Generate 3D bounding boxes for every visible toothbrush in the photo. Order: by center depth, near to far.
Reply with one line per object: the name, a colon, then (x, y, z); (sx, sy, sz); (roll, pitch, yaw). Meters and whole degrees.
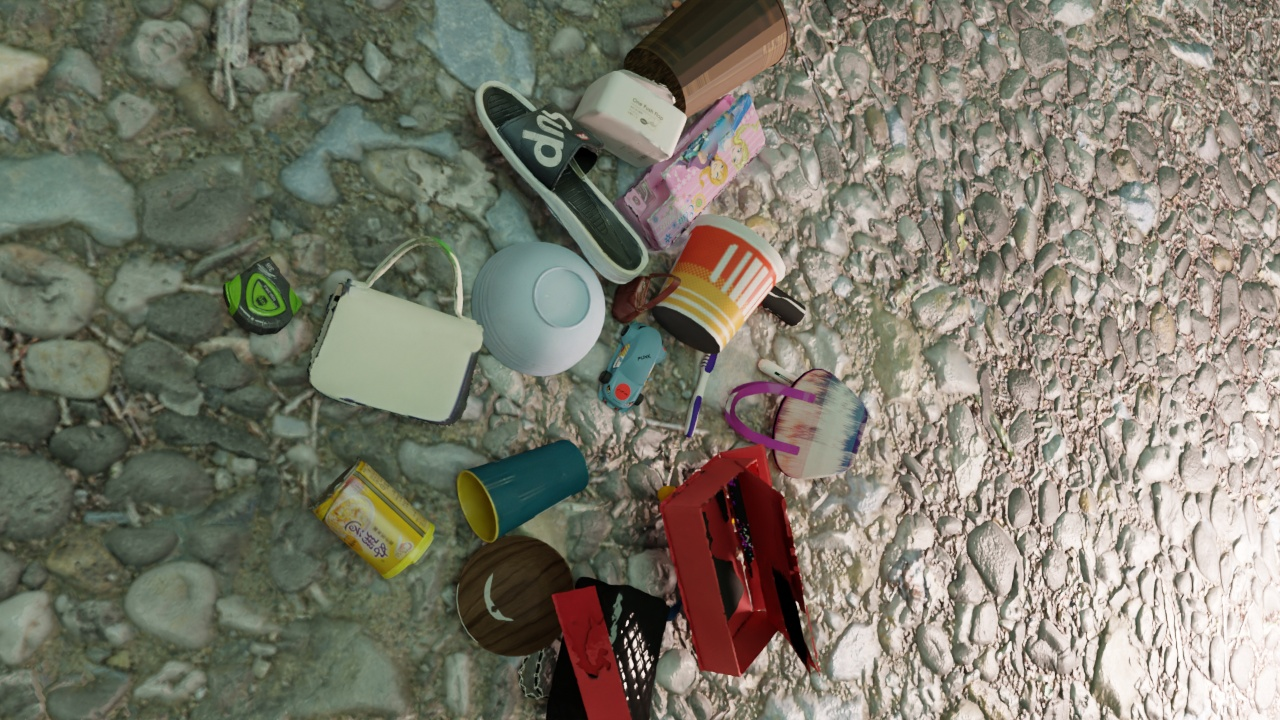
toothbrush: (0.067, 0.250, 1.070); (0.021, 0.017, 0.134); (51, 61, -18)
toothbrush: (0.101, 0.183, 1.090); (0.196, 0.031, 0.031); (22, 104, -28)
toothbrush: (0.082, 0.005, 1.110); (0.016, 0.015, 0.186); (25, 73, -19)

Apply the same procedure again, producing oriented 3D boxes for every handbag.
handbag: (-0.229, -0.037, 0.899); (0.151, 0.074, 0.176); (18, 94, -24)
handbag: (-0.042, 0.314, 0.974); (0.125, 0.115, 0.153); (29, 65, -48)
handbag: (0.010, -0.076, 1.020); (0.029, 0.120, 0.055); (20, 74, -25)
handbag: (0.184, 0.074, 1.130); (0.170, 0.068, 0.144); (16, 93, -18)

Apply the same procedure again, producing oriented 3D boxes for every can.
can: (-0.254, 0.151, 0.873); (0.105, 0.068, 0.067); (47, 64, -15)
can: (0.170, -0.075, 1.159); (0.080, 0.032, 0.031); (31, 70, -22)

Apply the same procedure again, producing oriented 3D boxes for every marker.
marker: (0.204, 0.031, 1.171); (0.133, 0.017, 0.020); (29, 98, -23)

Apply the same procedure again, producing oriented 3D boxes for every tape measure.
tape measure: (-0.357, -0.056, 0.864); (0.058, 0.036, 0.065); (-37, 98, -37)

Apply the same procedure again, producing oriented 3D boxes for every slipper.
slipper: (-0.073, -0.205, 1.001); (0.264, 0.063, 0.111); (54, 34, -9)

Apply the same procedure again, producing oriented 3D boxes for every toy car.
toy car: (-0.006, 0.006, 1.053); (0.060, 0.028, 0.107); (35, 68, -21)

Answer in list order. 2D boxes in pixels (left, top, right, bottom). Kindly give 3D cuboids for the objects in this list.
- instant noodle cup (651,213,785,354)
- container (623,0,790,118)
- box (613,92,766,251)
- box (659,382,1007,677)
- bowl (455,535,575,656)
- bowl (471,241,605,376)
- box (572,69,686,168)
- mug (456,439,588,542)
instant noodle cup: (0.084, -0.083, 1.068); (0.123, 0.124, 0.121); (39, 74, -19)
container: (0.074, -0.370, 1.098); (0.167, 0.132, 0.132); (-42, 104, -21)
box: (0.071, -0.232, 1.108); (0.084, 0.063, 0.229); (49, 64, -14)
box: (0.221, 0.183, 1.061); (0.424, 0.128, 0.213); (-18, 105, -20)
bowl: (-0.127, 0.239, 0.940); (0.119, 0.032, 0.119); (1, 82, -7)
bowl: (-0.098, -0.061, 0.984); (0.150, 0.075, 0.150); (4, 80, -28)
box: (-0.006, -0.292, 1.050); (0.108, 0.102, 0.101); (29, 81, -23)
mug: (-0.118, 0.129, 0.951); (0.121, 0.078, 0.078); (-20, 93, -34)
